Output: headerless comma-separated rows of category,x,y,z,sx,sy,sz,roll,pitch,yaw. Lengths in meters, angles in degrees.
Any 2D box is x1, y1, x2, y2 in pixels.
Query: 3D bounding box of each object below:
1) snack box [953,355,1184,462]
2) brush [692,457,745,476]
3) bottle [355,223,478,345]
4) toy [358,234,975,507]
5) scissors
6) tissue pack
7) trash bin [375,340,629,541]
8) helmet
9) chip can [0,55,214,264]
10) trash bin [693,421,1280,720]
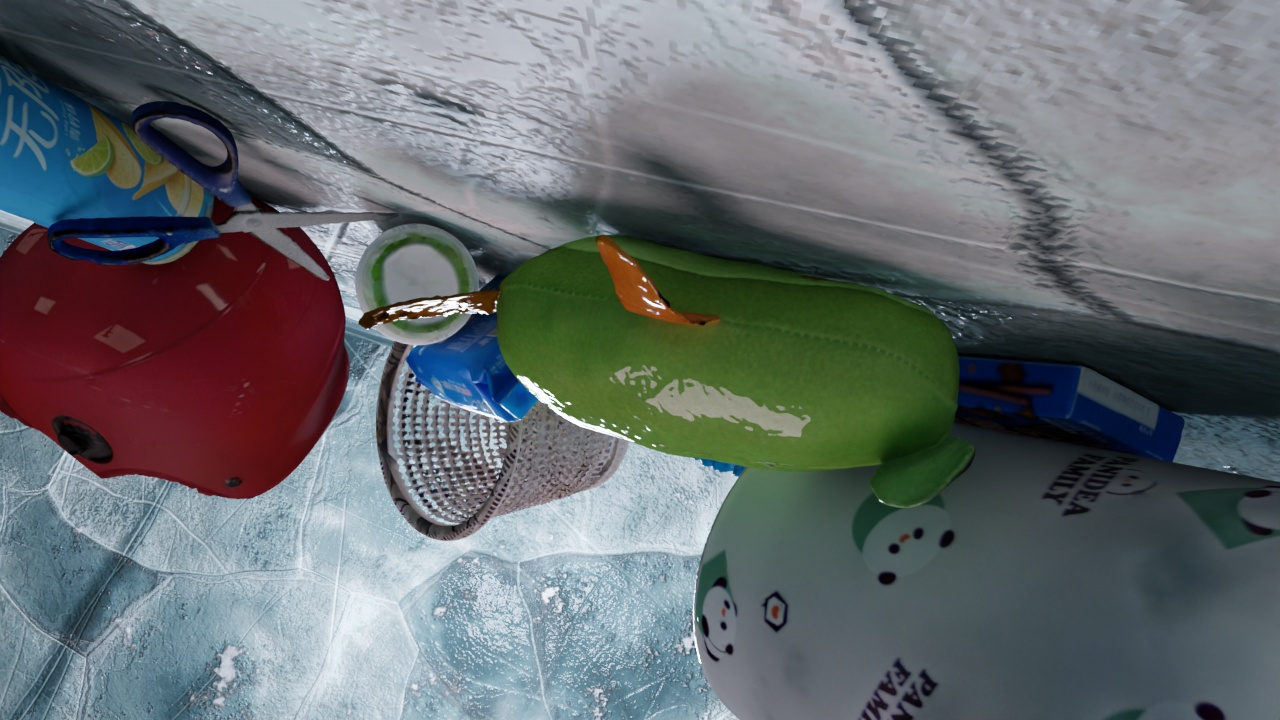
snack box,0.174,0.020,0.468,0.084,0.026,0.157,20,173,-30
brush,0.050,0.041,0.781,0.109,0.060,0.315,17,-176,-34
bottle,-0.151,-0.047,0.593,0.068,0.068,0.197,19,177,-19
toy,0.018,-0.004,0.394,0.247,0.090,0.227,11,173,22
scissors,-0.215,-0.077,0.476,0.175,0.012,0.163,-13,156,-14
tissue pack,-0.084,-0.009,0.584,0.157,0.094,0.052,8,138,57
trash bin,-0.124,0.060,0.920,0.228,0.227,0.191,12,-175,43
helmet,-0.309,-0.037,0.602,0.240,0.206,0.144,17,140,-12
chip can,-0.302,-0.106,0.435,0.071,0.071,0.210,15,174,16
trash bin,0.172,0.135,0.403,0.229,0.229,0.252,21,178,-37
